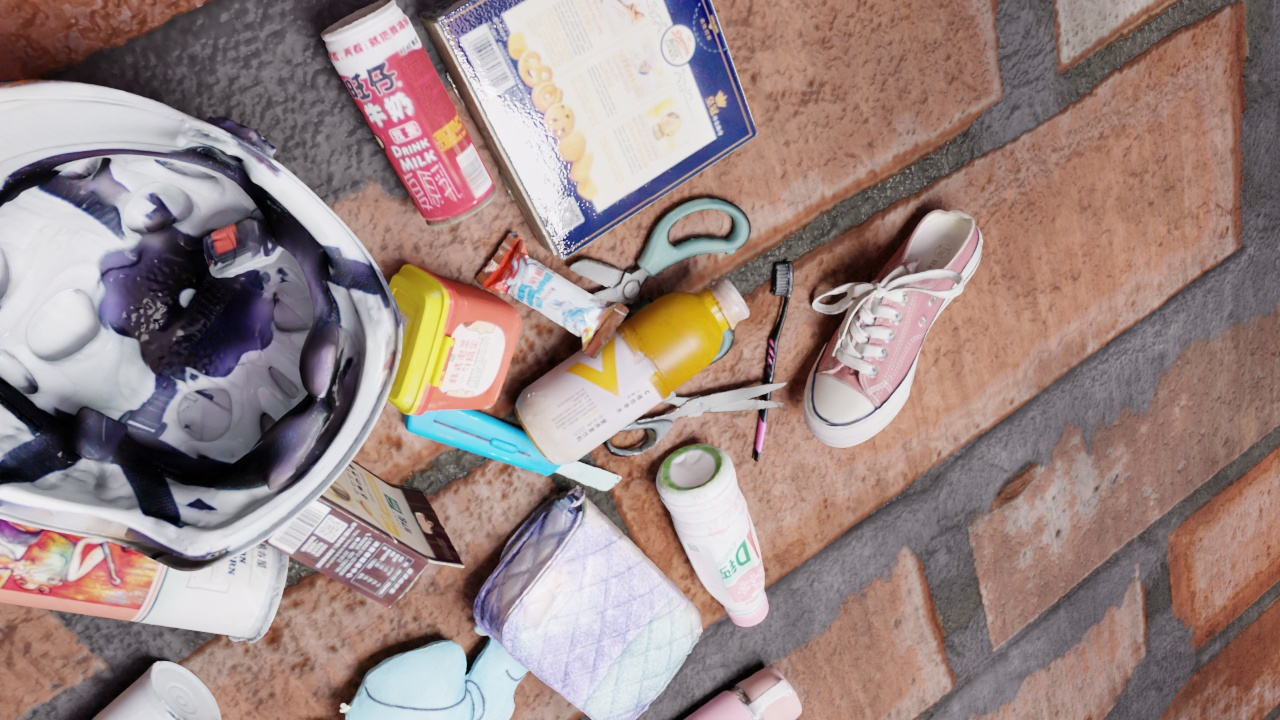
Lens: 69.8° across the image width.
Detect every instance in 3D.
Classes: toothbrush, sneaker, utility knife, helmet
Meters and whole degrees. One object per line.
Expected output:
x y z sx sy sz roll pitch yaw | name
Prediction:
0.113 0.004 0.810 0.017 0.014 0.189 0 111 -18 | toothbrush
0.212 -0.040 0.791 0.241 0.118 0.088 -55 142 -6 | sneaker
-0.094 0.069 0.719 0.204 0.018 0.034 25 96 -35 | utility knife
-0.269 -0.028 0.506 0.258 0.146 0.229 34 90 -24 | helmet

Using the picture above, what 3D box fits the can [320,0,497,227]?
-0.144 -0.154 0.578 0.053 0.053 0.133 -34 122 -13 | can

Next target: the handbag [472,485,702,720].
-0.042 0.211 0.770 0.134 0.076 0.194 -49 126 -15 | handbag

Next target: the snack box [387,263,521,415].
-0.132 -0.011 0.630 0.080 0.082 0.091 9 106 -42 | snack box

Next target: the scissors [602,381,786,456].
0.045 0.045 0.783 0.170 0.014 0.150 36 92 -32 | scissors

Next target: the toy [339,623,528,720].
-0.166 0.272 0.744 0.156 0.050 0.161 29 86 -34 | toy

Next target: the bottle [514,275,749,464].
-0.004 0.004 0.695 0.189 0.068 0.068 -35 123 0 | bottle

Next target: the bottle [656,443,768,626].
0.072 0.165 0.823 0.068 0.068 0.197 -32 126 -15 | bottle

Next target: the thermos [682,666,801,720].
0.066 0.375 0.896 0.198 0.067 0.087 -29 156 -14 | thermos

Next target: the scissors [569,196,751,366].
0.022 -0.045 0.736 0.174 0.019 0.176 -27 121 -19 | scissors

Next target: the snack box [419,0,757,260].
-0.027 -0.193 0.631 0.182 0.046 0.178 -34 122 -13 | snack box

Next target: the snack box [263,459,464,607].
-0.195 0.102 0.618 0.053 0.113 0.125 -48 124 -3 | snack box

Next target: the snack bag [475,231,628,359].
-0.063 -0.047 0.661 0.104 0.026 0.048 36 94 3 | snack bag

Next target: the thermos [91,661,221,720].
-0.394 0.303 0.621 0.220 0.070 0.070 -42 124 -8 | thermos

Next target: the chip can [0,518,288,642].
-0.340 0.125 0.574 0.214 0.071 0.071 22 98 -33 | chip can
